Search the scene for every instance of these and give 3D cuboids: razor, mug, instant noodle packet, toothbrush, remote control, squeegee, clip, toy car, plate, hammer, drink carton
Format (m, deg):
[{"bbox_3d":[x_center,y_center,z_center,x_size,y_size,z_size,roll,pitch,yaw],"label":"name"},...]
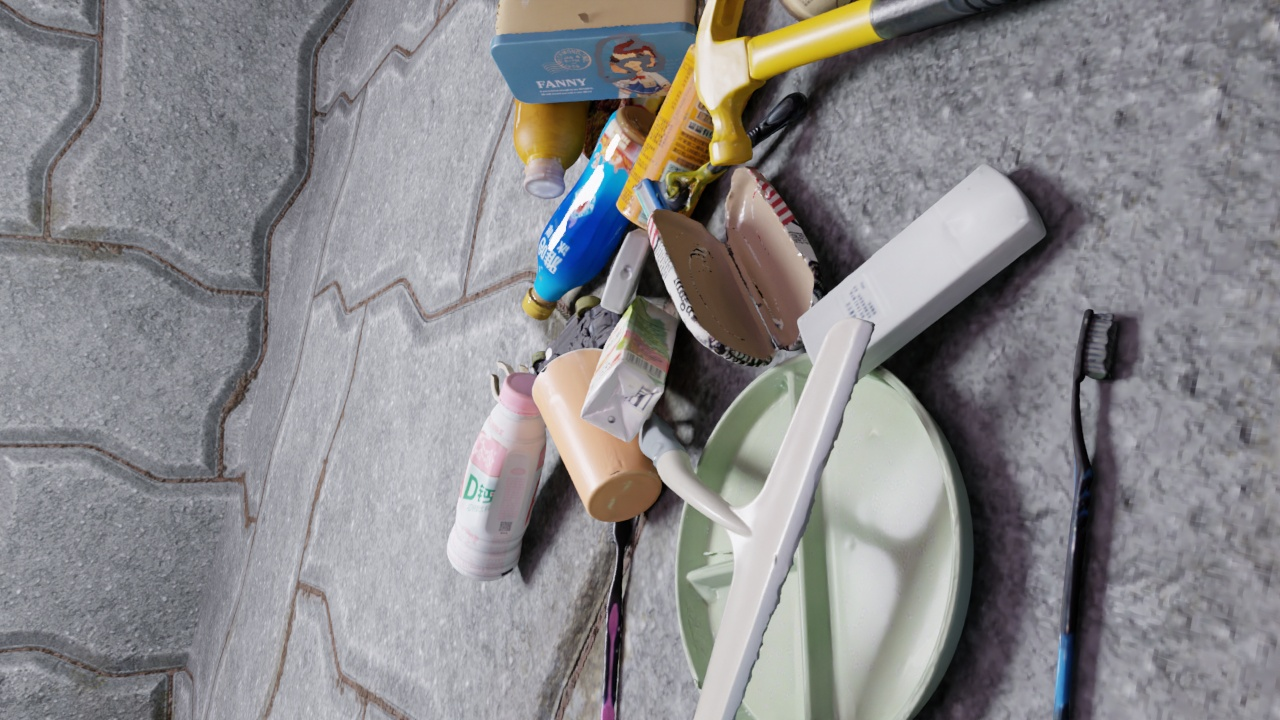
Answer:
[{"bbox_3d":[0.060,-0.146,0.661,0.143,0.022,0.042,-33,73,24],"label":"razor"},{"bbox_3d":[-0.030,0.059,0.706,0.078,0.078,0.122,-56,41,30],"label":"mug"},{"bbox_3d":[-0.027,-0.237,0.859,0.111,0.044,0.128,-59,33,18],"label":"instant noodle packet"},{"bbox_3d":[-0.021,0.201,0.683,0.018,0.014,0.189,147,130,-62],"label":"toothbrush"},{"bbox_3d":[0.142,-0.042,0.480,0.135,0.019,0.056,-42,35,24],"label":"remote control"},{"bbox_3d":[0.029,0.068,0.566,0.246,0.039,0.246,-140,66,-71],"label":"squeegee"},{"bbox_3d":[-0.115,0.040,0.897,0.072,0.034,0.100,-60,41,23],"label":"clip"},{"bbox_3d":[-0.059,0.004,0.803,0.159,0.042,0.070,-41,44,42],"label":"toy car"},{"bbox_3d":[0.093,0.108,0.517,0.231,0.027,0.229,-31,52,50],"label":"plate"},{"bbox_3d":[-0.009,-0.072,0.706,0.150,0.021,0.058,-71,2,-81],"label":"remote control"},{"bbox_3d":[0.140,-0.198,0.522,0.301,0.032,0.129,0,101,50],"label":"hammer"},{"bbox_3d":[-0.004,0.004,0.667,0.054,0.045,0.122,-56,8,25],"label":"drink carton"},{"bbox_3d":[0.188,0.070,0.390,0.016,0.014,0.189,2,79,35],"label":"toothbrush"}]

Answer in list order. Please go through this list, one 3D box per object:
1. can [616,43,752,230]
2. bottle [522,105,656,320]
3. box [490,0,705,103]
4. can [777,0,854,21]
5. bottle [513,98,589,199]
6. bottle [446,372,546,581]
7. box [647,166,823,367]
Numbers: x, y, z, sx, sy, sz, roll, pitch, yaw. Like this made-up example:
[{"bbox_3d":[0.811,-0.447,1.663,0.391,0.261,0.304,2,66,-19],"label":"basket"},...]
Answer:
[{"bbox_3d":[0.036,-0.169,0.705,0.146,0.058,0.058,-63,32,20],"label":"can"},{"bbox_3d":[-0.046,-0.120,0.814,0.219,0.065,0.065,-53,36,34],"label":"bottle"},{"bbox_3d":[-0.036,-0.260,0.748,0.184,0.090,0.062,-3,72,13],"label":"box"},{"bbox_3d":[0.138,-0.267,0.576,0.117,0.058,0.058,-29,53,52],"label":"can"},{"bbox_3d":[-0.080,-0.239,0.833,0.068,0.068,0.189,-24,58,54],"label":"bottle"},{"bbox_3d":[-0.120,0.103,0.806,0.068,0.068,0.197,-120,42,-51],"label":"bottle"},{"bbox_3d":[0.056,-0.065,0.597,0.162,0.086,0.076,-110,22,-45],"label":"box"}]
